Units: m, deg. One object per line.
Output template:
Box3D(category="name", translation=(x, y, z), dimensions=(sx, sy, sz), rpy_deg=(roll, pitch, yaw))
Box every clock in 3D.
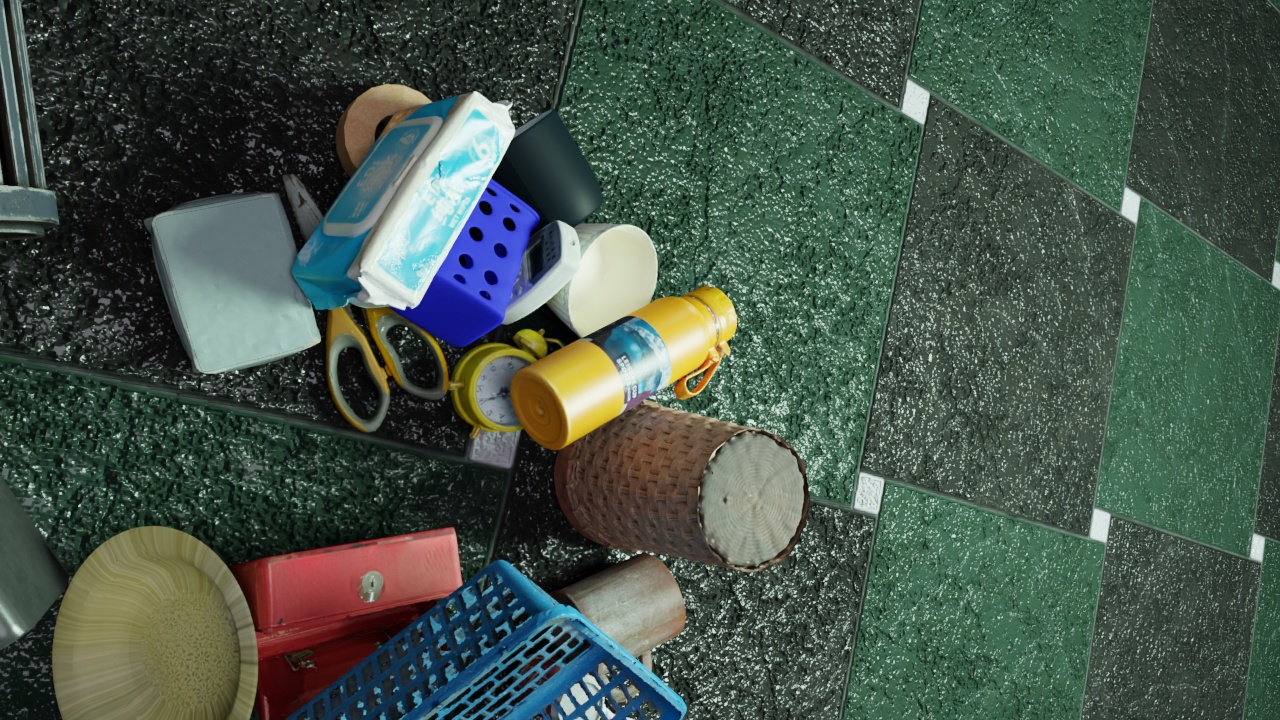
Box3D(category="clock", translation=(-0.116, 0.020, 0.836), dimensions=(0.118, 0.057, 0.083), rpy_deg=(-28, 104, -23))

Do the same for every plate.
Box3D(category="plate", translation=(-0.337, 0.210, 0.657), dimensions=(0.036, 0.184, 0.184), rpy_deg=(13, 81, -70))

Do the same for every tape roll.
Box3D(category="tape roll", translation=(-0.213, -0.188, 0.794), dimensions=(0.093, 0.027, 0.094), rpy_deg=(0, 90, -32))

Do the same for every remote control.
Box3D(category="remote control", translation=(-0.098, -0.076, 0.818), dimensions=(0.028, 0.115, 0.060), rpy_deg=(23, 47, -40))

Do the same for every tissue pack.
Box3D(category="tissue pack", translation=(-0.181, -0.129, 0.721), dimensions=(0.066, 0.117, 0.209), rpy_deg=(44, 64, -39))

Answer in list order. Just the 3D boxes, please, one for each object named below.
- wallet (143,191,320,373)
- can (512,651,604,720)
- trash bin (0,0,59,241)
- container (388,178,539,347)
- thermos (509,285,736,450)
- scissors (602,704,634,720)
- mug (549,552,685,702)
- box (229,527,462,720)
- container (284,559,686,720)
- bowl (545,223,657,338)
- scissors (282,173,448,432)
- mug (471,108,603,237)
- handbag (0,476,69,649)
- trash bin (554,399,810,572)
Box3D(category="wallet", translation=(-0.316, -0.061, 0.715), dimensions=(0.100, 0.054, 0.132), rpy_deg=(-16, 101, -24))
Box3D(category="can", translation=(-0.077, 0.302, 0.837), dimensions=(0.054, 0.097, 0.054), rpy_deg=(0, 89, -33))
Box3D(category="trash bin", translation=(-0.455, -0.189, 0.567), dimensions=(0.164, 0.164, 0.227), rpy_deg=(-8, 98, -32))
Box3D(category="container", translation=(-0.150, -0.085, 0.778), dimensions=(0.084, 0.085, 0.113), rpy_deg=(33, 52, -29))
Box3D(category="thermos", translation=(-0.005, 0.005, 0.840), dimensions=(0.232, 0.076, 0.091), rpy_deg=(-29, 117, -38))
Box3D(category="scissors", translation=(-0.051, 0.358, 0.904), dimensions=(0.101, 0.016, 0.178), rpy_deg=(-32, 107, -28))
Box3D(category="mug", translation=(-0.018, 0.258, 0.876), dimensions=(0.110, 0.096, 0.123), rpy_deg=(-18, 92, -27))
Box3D(category="box", translation=(-0.233, 0.184, 0.722), dimensions=(0.157, 0.137, 0.126), rpy_deg=(-8, 102, -34))
Box3D(category="container", translation=(-0.164, 0.305, 0.681), dimensions=(0.362, 0.089, 0.257), rpy_deg=(-37, 139, -3))
Box3D(category="bowl", translation=(-0.045, -0.079, 0.864), dimensions=(0.115, 0.062, 0.115), rpy_deg=(-27, 129, -38))
Box3D(category="scissors", translation=(-0.255, -0.048, 0.770), dimensions=(0.114, 0.016, 0.229), rpy_deg=(-32, 98, -10))
Box3D(category="mug", translation=(-0.104, -0.156, 0.839), dimensions=(0.121, 0.085, 0.094), rpy_deg=(-33, 109, 1))
Box3D(category="handbag", translation=(-0.430, 0.099, 0.555), dimensions=(0.072, 0.196, 0.176), rpy_deg=(-33, 107, -28))
Box3D(category="trash bin", translation=(0.034, 0.111, 0.842), dimensions=(0.151, 0.210, 0.151), rpy_deg=(1, 88, -32))
